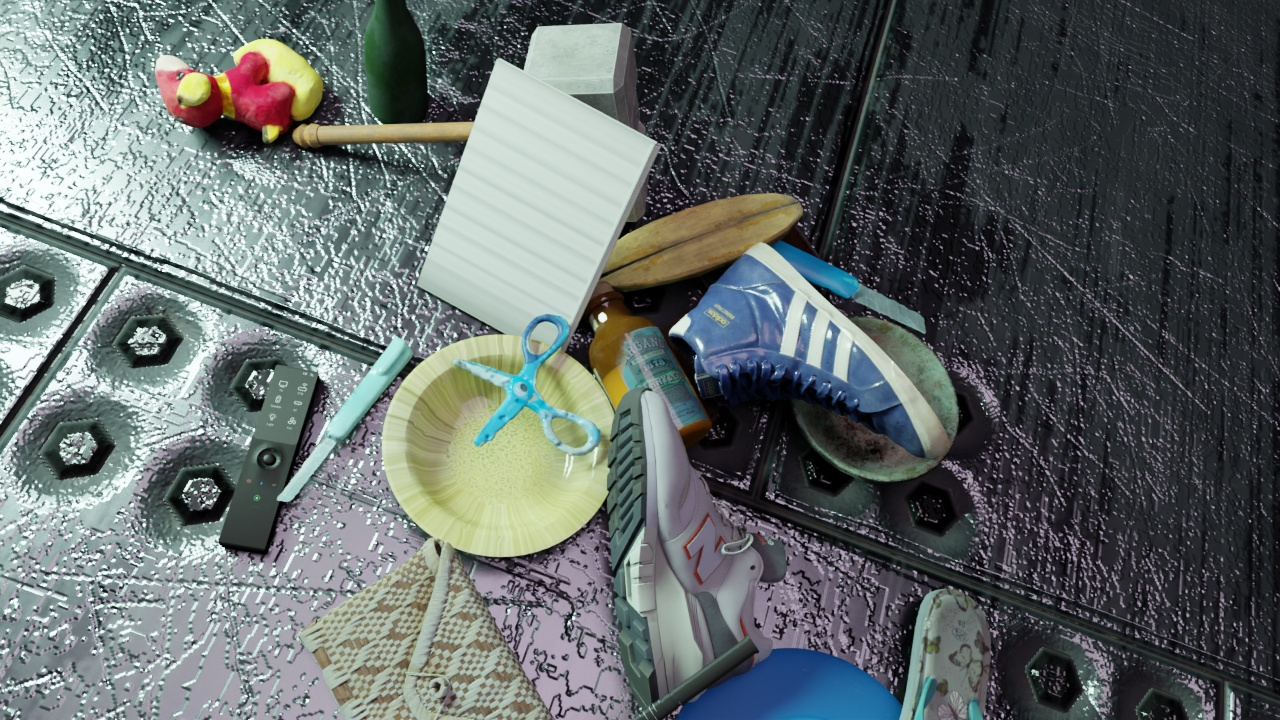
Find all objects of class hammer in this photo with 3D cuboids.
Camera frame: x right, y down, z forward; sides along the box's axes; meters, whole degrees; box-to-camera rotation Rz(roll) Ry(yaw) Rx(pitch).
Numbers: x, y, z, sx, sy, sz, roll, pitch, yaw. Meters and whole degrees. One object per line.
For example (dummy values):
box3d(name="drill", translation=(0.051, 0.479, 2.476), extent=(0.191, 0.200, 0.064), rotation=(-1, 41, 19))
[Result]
box3d(name="hammer", translation=(-0.054, 0.285, 0.599), extent=(0.325, 0.015, 0.095), rotation=(-35, 87, -3))
box3d(name="hammer", translation=(-0.159, -0.202, 0.813), extent=(0.318, 0.163, 0.082), rotation=(1, 57, 9))

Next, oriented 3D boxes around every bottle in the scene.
box3d(name="bottle", translation=(-0.215, -0.279, 0.802), extent=(0.055, 0.174, 0.055), rotation=(4, 65, -9))
box3d(name="bottle", translation=(-0.005, 0.005, 0.773), extent=(0.067, 0.068, 0.157), rotation=(-22, 72, -20))

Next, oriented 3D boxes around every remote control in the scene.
box3d(name="remote control", translation=(-0.287, 0.074, 0.716), extent=(0.034, 0.013, 0.149), rotation=(11, 64, -6))

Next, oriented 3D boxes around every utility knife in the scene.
box3d(name="utility knife", translation=(-0.234, 0.045, 0.734), extent=(0.022, 0.015, 0.165), rotation=(30, 59, 2))
box3d(name="utility knife", translation=(0.161, -0.079, 0.841), extent=(0.221, 0.015, 0.031), rotation=(27, 70, 7))

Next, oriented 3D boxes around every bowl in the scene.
box3d(name="bowl", translation=(0.200, 0.038, 0.814), extent=(0.157, 0.039, 0.157), rotation=(4, 65, -9))

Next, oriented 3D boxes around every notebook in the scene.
box3d(name="notebook", translation=(-0.089, -0.115, 0.751), extent=(0.142, 0.210, 0.009), rotation=(29, 28, 3))

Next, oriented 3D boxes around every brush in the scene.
box3d(name="brush", translation=(0.050, -0.105, 0.821), extent=(0.195, 0.043, 0.059), rotation=(-19, 83, 2))

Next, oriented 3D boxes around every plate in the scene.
box3d(name="plate", translation=(-0.111, 0.070, 0.739), extent=(0.184, 0.036, 0.184), rotation=(4, 65, -9))
box3d(name="plate", translation=(0.123, 0.326, 0.675), extent=(0.224, 0.024, 0.224), rotation=(4, 65, -9))

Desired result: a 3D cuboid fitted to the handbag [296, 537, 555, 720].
box3d(name="handbag", translation=(-0.144, 0.231, 0.639), extent=(0.124, 0.047, 0.185), rotation=(-34, 76, -2))

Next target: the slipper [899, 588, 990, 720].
box3d(name="slipper", translation=(0.231, 0.297, 0.681), extent=(0.098, 0.055, 0.268), rotation=(37, 56, -15))

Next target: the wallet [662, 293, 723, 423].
box3d(name="wallet", translation=(0.071, -0.012, 0.813), extent=(0.115, 0.018, 0.091), rotation=(-41, 79, -6))

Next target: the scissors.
box3d(name="scissors", translation=(-0.085, 0.020, 0.741), extent=(0.134, 0.011, 0.139), rotation=(23, 63, 2))

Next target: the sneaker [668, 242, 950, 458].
box3d(name="sneaker", translation=(0.121, 0.019, 0.738), extent=(0.118, 0.091, 0.233), rotation=(-37, 69, -6))

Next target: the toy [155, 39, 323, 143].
box3d(name="toy", translation=(-0.354, -0.239, 0.826), extent=(0.137, 0.067, 0.105), rotation=(-22, 74, -33))

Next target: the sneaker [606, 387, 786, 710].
box3d(name="sneaker", translation=(0.046, 0.139, 0.698), extent=(0.124, 0.089, 0.239), rotation=(-1, 89, -19))

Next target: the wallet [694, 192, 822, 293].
box3d(name="wallet", translation=(0.105, -0.098, 0.864), extent=(0.119, 0.031, 0.099), rotation=(-27, 72, -19))
